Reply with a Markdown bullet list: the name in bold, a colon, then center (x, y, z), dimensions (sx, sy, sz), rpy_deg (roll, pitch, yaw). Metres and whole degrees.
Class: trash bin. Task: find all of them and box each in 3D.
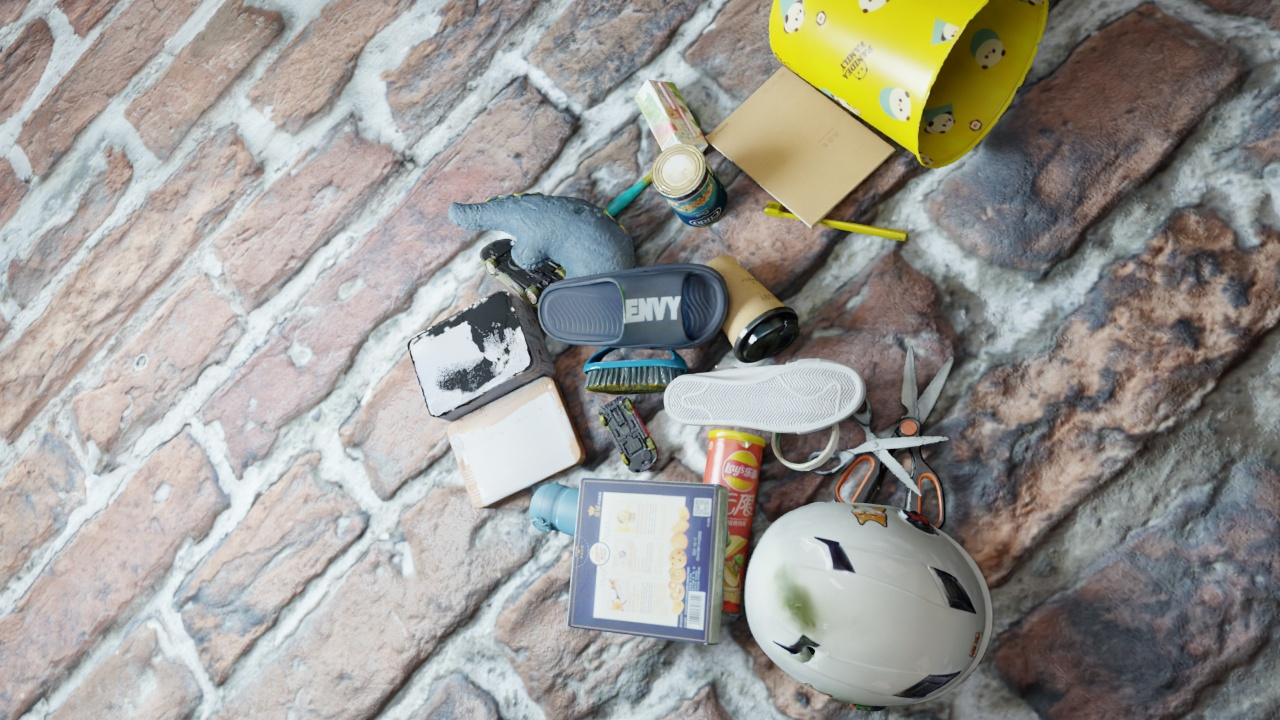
- **trash bin**: center (0.311, -0.395, 1.113), dimensions (0.255, 0.229, 0.229), rpy_deg (41, 93, 30)

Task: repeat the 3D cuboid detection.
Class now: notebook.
- **notebook**: center (0.209, -0.289, 1.224), dimensions (0.149, 0.012, 0.211), rpy_deg (-43, 64, 0)

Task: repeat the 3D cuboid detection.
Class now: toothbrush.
- **toothbrush**: center (0.250, -0.180, 1.186), dimensions (0.190, 0.015, 0.016), rpy_deg (16, 76, 24)

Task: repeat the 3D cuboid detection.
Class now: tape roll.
- **tape roll**: center (0.201, 0.093, 1.121), dimensions (0.086, 0.014, 0.085), rpy_deg (-20, 54, 29)

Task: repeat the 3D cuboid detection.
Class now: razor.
- **razor**: center (-0.004, -0.243, 1.293), dimensions (0.132, 0.028, 0.043), rpy_deg (-41, 97, 4)

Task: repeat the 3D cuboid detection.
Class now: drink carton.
- **drink carton**: center (0.043, -0.335, 1.278), dimensions (0.046, 0.053, 0.122), rpy_deg (-47, 59, 45)

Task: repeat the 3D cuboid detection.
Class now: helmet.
- **helmet**: center (0.237, 0.268, 0.993), dimensions (0.274, 0.156, 0.230), rpy_deg (16, 90, 21)

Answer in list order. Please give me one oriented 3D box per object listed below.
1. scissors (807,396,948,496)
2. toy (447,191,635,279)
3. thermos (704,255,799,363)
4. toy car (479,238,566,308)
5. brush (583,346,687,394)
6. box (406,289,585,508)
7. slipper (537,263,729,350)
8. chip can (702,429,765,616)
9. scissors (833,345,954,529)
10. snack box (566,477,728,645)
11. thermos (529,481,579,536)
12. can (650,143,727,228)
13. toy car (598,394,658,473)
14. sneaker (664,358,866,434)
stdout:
- **scissors**: center (0.270, 0.101, 1.075), dimensions (0.160, 0.014, 0.181), rpy_deg (-40, 43, 20)
- **toy**: center (-0.090, -0.152, 1.255), dimensions (0.356, 0.091, 0.137), rpy_deg (33, 68, 11)
- **thermos**: center (0.133, -0.066, 1.167), dimensions (0.093, 0.093, 0.143), rpy_deg (-38, 59, 8)
- **toy car**: center (-0.163, -0.124, 1.310), dimensions (0.158, 0.042, 0.070), rpy_deg (37, 55, 25)
- **brush**: center (-0.007, 0.007, 1.216), dimensions (0.144, 0.055, 0.073), rpy_deg (-2, 77, 21)
- **box**: center (-0.199, 0.055, 1.271), dimensions (0.177, 0.082, 0.260), rpy_deg (-26, 72, 13)
- **slipper**: center (-0.021, -0.058, 1.157), dimensions (0.269, 0.083, 0.111), rpy_deg (-2, 103, 24)
- **chip can**: center (0.102, 0.196, 1.118), dimensions (0.073, 0.073, 0.216), rpy_deg (6, 80, 22)
- **scissors**: center (0.321, 0.104, 1.084), dimensions (0.225, 0.021, 0.204), rpy_deg (-41, 66, 6)
- **snack box**: center (0.009, 0.234, 1.085), dimensions (0.183, 0.045, 0.177), rpy_deg (0, 78, 24)
- **thermos**: center (-0.036, 0.208, 1.171), dimensions (0.221, 0.070, 0.070), rpy_deg (10, 80, 23)
- **can**: center (0.066, -0.231, 1.217), dimensions (0.075, 0.111, 0.075), rpy_deg (-5, 75, 19)
- **toy car**: center (-0.014, 0.098, 1.208), dimensions (0.049, 0.031, 0.106), rpy_deg (-34, 69, 11)
- **sneaker**: center (0.155, 0.046, 1.130), dimensions (0.242, 0.090, 0.089), rpy_deg (-3, 88, 17)
